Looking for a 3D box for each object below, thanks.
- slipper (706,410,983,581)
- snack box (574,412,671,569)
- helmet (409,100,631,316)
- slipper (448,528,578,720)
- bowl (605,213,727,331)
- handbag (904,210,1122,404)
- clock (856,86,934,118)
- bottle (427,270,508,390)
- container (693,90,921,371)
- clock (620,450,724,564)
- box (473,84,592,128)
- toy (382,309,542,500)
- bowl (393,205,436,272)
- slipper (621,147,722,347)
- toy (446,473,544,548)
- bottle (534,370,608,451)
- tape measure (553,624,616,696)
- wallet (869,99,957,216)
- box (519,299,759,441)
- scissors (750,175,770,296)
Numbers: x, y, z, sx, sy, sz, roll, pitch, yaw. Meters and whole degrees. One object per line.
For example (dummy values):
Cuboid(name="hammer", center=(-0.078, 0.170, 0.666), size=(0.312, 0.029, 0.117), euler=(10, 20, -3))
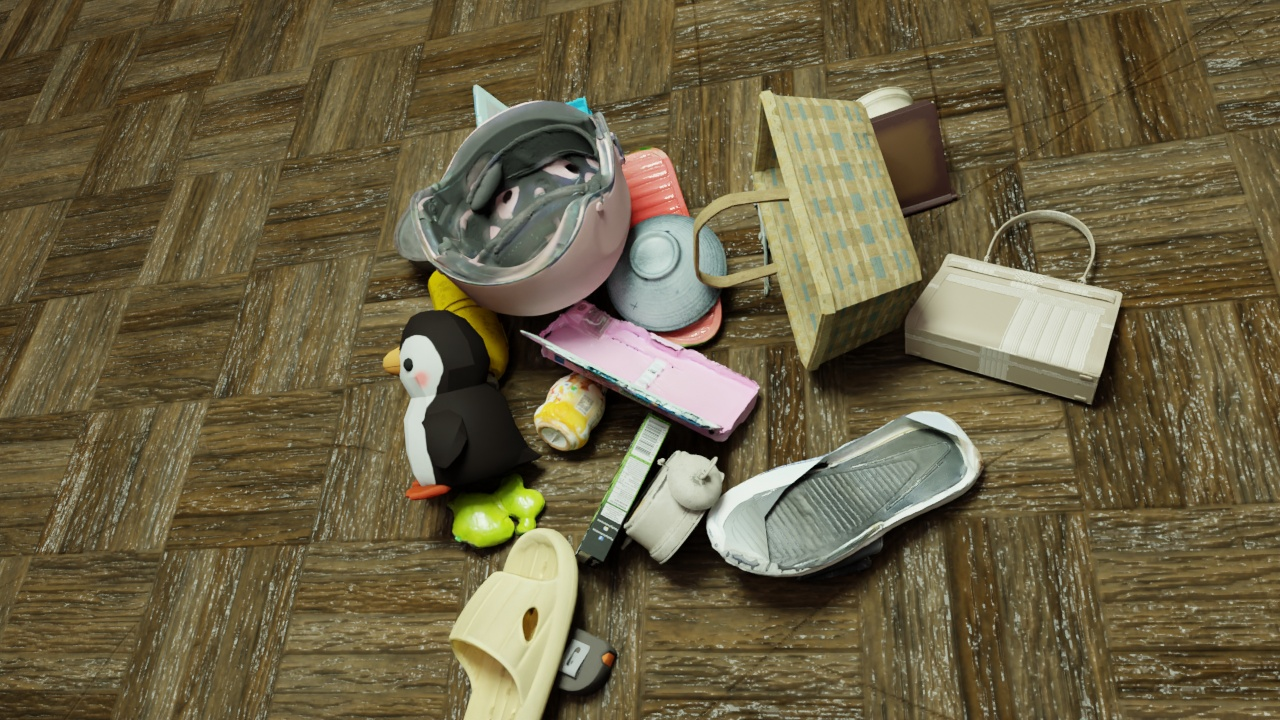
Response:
Cuboid(name="slipper", center=(0.190, 0.133, 0.847), size=(0.263, 0.063, 0.111), euler=(-25, 56, -11))
Cuboid(name="snack box", center=(-0.019, 0.130, 0.905), size=(0.025, 0.080, 0.147), euler=(27, 71, 1))
Cuboid(name="helmet", center=(-0.109, -0.155, 0.978), size=(0.230, 0.152, 0.255), euler=(-29, 50, 9))
Cuboid(name="slipper", center=(-0.130, 0.275, 0.844), size=(0.112, 0.079, 0.261), euler=(-8, 61, 45))
Cuboid(name="bowl", center=(0.021, -0.104, 0.981), size=(0.137, 0.057, 0.137), euler=(-4, 74, 14))
Cuboid(name="handbag", center=(0.381, -0.074, 0.904), size=(0.176, 0.062, 0.197), euler=(18, 64, 27))
Cuboid(name="clock", center=(0.251, -0.244, 1.017), size=(0.141, 0.093, 0.054), euler=(-18, 61, -3))
Cuboid(name="bottle", center=(-0.195, -0.032, 1.066), size=(0.071, 0.071, 0.163), euler=(-25, 57, 4))
Cuboid(name="container", center=(0.144, -0.125, 0.900), size=(0.186, 0.158, 0.249), euler=(-11, 67, -1))
Cuboid(name="clock", center=(0.033, 0.123, 0.850), size=(0.061, 0.157, 0.103), euler=(36, 54, 1))
Cuboid(name="box", center=(-0.128, -0.237, 1.154), size=(0.170, 0.085, 0.226), euler=(1, 56, -18))
Cuboid(name="toy", center=(-0.188, 0.036, 0.956), size=(0.140, 0.159, 0.184), euler=(-12, 94, -7))
Cuboid(name="bowl", center=(-0.227, -0.158, 1.142), size=(0.145, 0.067, 0.144), euler=(-14, 50, 17))
Cuboid(name="slipper", center=(0.028, -0.124, 1.047), size=(0.103, 0.059, 0.248), euler=(-20, 71, 10))
Cuboid(name="toy", center=(-0.153, 0.160, 0.963), size=(0.094, 0.036, 0.093), euler=(33, 71, 24))
Cuboid(name="bottle", center=(-0.066, 0.043, 0.984), size=(0.063, 0.063, 0.108), euler=(14, 52, 25))
Cuboid(name="tape measure", center=(-0.059, 0.281, 0.859), size=(0.058, 0.038, 0.058), euler=(17, 68, 26))
Cuboid(name="wallet", center=(0.283, -0.211, 0.985), size=(0.091, 0.116, 0.018), euler=(-17, 27, 9))
Cuboid(name="box", center=(-0.009, 0.016, 0.931), size=(0.230, 0.160, 0.063), euler=(26, 114, 20))
Cuboid(name="scissors", center=(0.138, -0.148, 1.045), size=(0.014, 0.118, 0.161), euler=(3, 95, -8))
